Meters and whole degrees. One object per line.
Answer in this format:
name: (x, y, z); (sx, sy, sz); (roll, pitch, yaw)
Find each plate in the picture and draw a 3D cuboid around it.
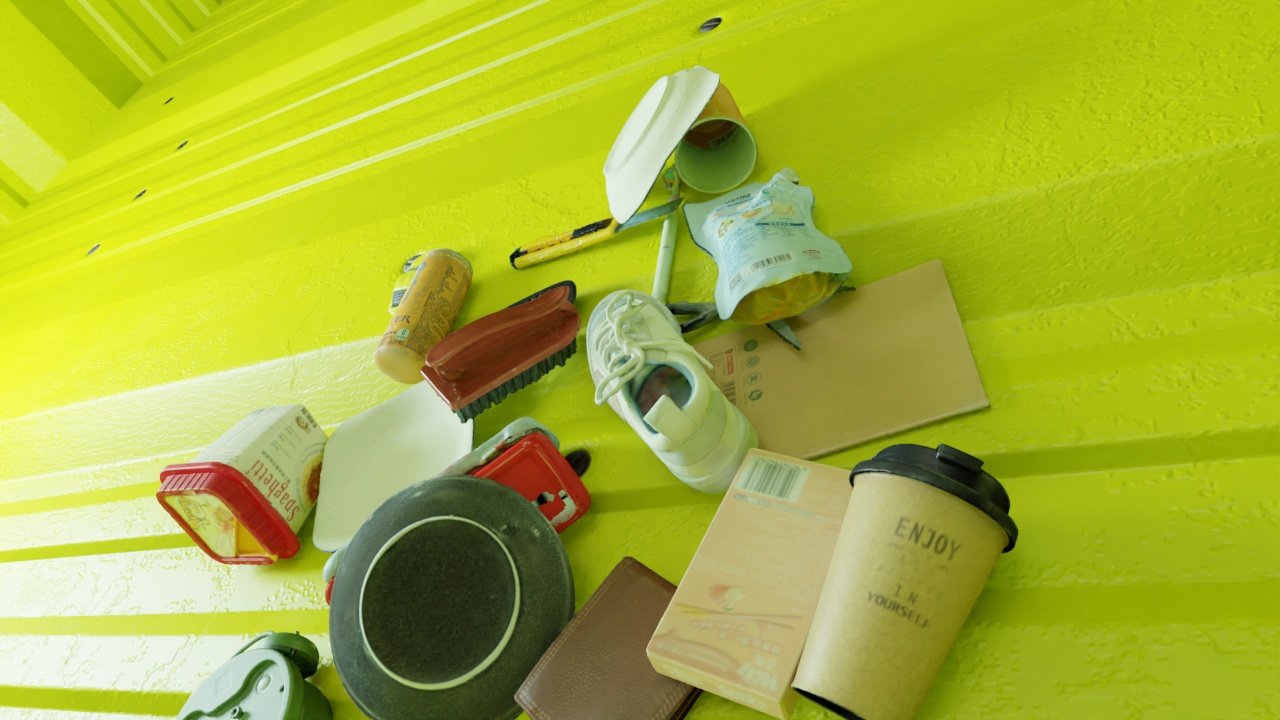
plate: (-0.211, 0.090, 0.813); (0.164, 0.034, 0.163); (-27, 39, 11)
plate: (-0.133, 0.164, 0.622); (0.179, 0.024, 0.179); (-4, 70, 10)
plate: (0.008, -0.216, 0.882); (0.164, 0.034, 0.164); (-55, 18, 13)

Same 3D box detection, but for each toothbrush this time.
toothbrush: (0.024, -0.120, 0.870); (0.020, 0.029, 0.189); (13, 48, -7)

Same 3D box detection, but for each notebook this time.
notebook: (0.130, 0.010, 0.666); (0.208, 0.008, 0.147); (-20, 42, 20)

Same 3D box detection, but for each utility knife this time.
utility knife: (-0.050, -0.129, 0.921); (0.224, 0.015, 0.033); (-13, 46, 34)

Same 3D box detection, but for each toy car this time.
toy car: (-0.249, -0.090, 1.029); (0.048, 0.032, 0.105); (-7, 45, 32)

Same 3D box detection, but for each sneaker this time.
sneaker: (-0.004, 0.004, 0.689); (0.089, 0.090, 0.242); (-48, 36, 7)

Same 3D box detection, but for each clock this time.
clock: (-0.286, 0.265, 0.674); (0.116, 0.056, 0.161); (-36, 39, -1)

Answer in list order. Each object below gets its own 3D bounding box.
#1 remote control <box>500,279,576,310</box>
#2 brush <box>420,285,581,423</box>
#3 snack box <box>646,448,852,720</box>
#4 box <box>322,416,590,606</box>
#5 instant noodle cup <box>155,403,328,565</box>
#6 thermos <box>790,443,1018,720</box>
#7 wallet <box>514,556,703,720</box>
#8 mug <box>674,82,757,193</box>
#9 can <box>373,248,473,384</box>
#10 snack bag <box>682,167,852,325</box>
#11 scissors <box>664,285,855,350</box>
remote control: (-0.116, -0.034, 0.880); (0.137, 0.024, 0.053); (-25, 41, 15)
brush: (-0.115, -0.012, 0.794); (0.145, 0.069, 0.063); (-30, 46, -22)
snack box: (0.076, 0.126, 0.548); (0.085, 0.026, 0.156); (11, 51, 30)
box: (-0.139, 0.130, 0.706); (0.201, 0.095, 0.100); (-37, 0, -2)
instant noodle cup: (-0.351, 0.109, 0.846); (0.117, 0.116, 0.123); (-7, 36, 31)
thermos: (0.137, 0.121, 0.488); (0.093, 0.093, 0.143); (11, 65, 43)
wallet: (-0.008, 0.192, 0.565); (0.101, 0.032, 0.124); (24, 67, 44)
mug: (0.070, -0.228, 0.906); (0.078, 0.078, 0.122); (-23, 35, 16)
can: (-0.220, -0.047, 0.942); (0.058, 0.058, 0.145); (-10, 45, 28)
snack bag: (0.100, -0.100, 0.757); (0.110, 0.039, 0.190); (-26, 34, 11)
scissors: (0.086, -0.050, 0.747); (0.159, 0.014, 0.181); (-26, 35, 11)
